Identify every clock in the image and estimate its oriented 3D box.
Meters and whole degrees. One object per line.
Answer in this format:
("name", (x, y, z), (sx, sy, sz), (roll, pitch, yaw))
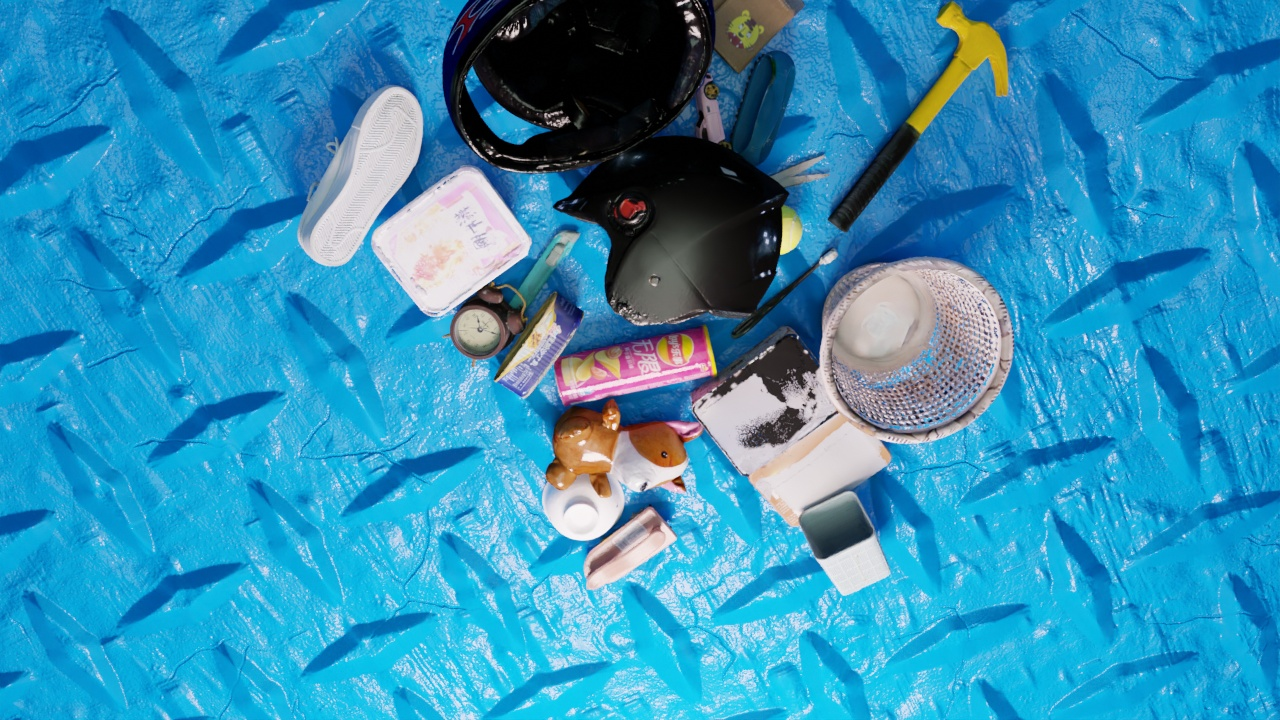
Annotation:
("clock", (-0.200, -0.052, 1.213), (0.122, 0.055, 0.082), (-41, 97, 18))

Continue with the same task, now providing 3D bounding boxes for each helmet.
("helmet", (-0.077, -0.354, 1.025), (0.315, 0.240, 0.247), (-26, 126, -3))
("helmet", (0.040, -0.156, 1.094), (0.275, 0.233, 0.230), (35, 96, 4))

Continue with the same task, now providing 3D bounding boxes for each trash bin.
("trash bin", (0.321, -0.034, 1.155), (0.227, 0.192, 0.228), (0, 107, -1))

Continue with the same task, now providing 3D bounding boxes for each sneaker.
("sneaker", (-0.356, -0.234, 1.157), (0.089, 0.091, 0.242), (30, 86, -39))

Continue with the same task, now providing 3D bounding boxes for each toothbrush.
("toothbrush", (0.193, -0.088, 1.232), (0.181, 0.018, 0.015), (-40, 106, 12))

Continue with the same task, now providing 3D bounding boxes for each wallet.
("wallet", (0.130, -0.423, 1.120), (0.090, 0.033, 0.115), (42, 106, -13))

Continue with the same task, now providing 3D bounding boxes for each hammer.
("hammer", (0.344, -0.291, 1.161), (0.129, 0.032, 0.301), (35, 104, -9))

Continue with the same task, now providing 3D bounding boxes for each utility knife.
("utility knife", (-0.132, -0.114, 1.222), (0.029, 0.013, 0.151), (35, 105, -7))

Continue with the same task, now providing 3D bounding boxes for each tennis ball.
("tennis ball", (0.175, -0.169, 1.180), (0.065, 0.065, 0.065), (0, 107, -1))

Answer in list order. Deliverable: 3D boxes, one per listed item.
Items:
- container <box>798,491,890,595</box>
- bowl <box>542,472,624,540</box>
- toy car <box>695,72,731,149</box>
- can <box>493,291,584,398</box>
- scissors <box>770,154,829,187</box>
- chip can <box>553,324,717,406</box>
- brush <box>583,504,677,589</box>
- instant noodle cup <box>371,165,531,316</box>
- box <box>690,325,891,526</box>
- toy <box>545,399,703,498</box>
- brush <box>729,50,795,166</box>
("container", (0.290, 0.261, 1.290), (0.090, 0.090, 0.111), (-27, 128, 7))
("bowl", (-0.082, 0.211, 1.297), (0.118, 0.064, 0.118), (0, 107, -1))
("toy car", (0.085, -0.297, 1.146), (0.037, 0.056, 0.122), (-15, 106, -3))
("can", (-0.135, -0.020, 1.221), (0.049, 0.074, 0.148), (34, 105, -14))
("scissors", (0.156, -0.220, 1.194), (0.168, 0.014, 0.156), (20, 105, -9))
("chip can", (-0.007, 0.007, 1.230), (0.210, 0.071, 0.071), (-12, 107, 4))
("brush", (-0.022, 0.272, 1.312), (0.146, 0.073, 0.063), (-37, 105, 12))
("instant noodle cup", (-0.241, -0.156, 1.184), (0.173, 0.060, 0.138), (-34, 104, 8))
("box", (0.211, 0.101, 1.256), (0.179, 0.105, 0.260), (-36, 98, 9))
("toy", (-0.022, 0.126, 1.246), (0.199, 0.130, 0.140), (9, 125, -13))
("brush", (0.152, -0.309, 1.132), (0.055, 0.073, 0.144), (15, 106, -10))
